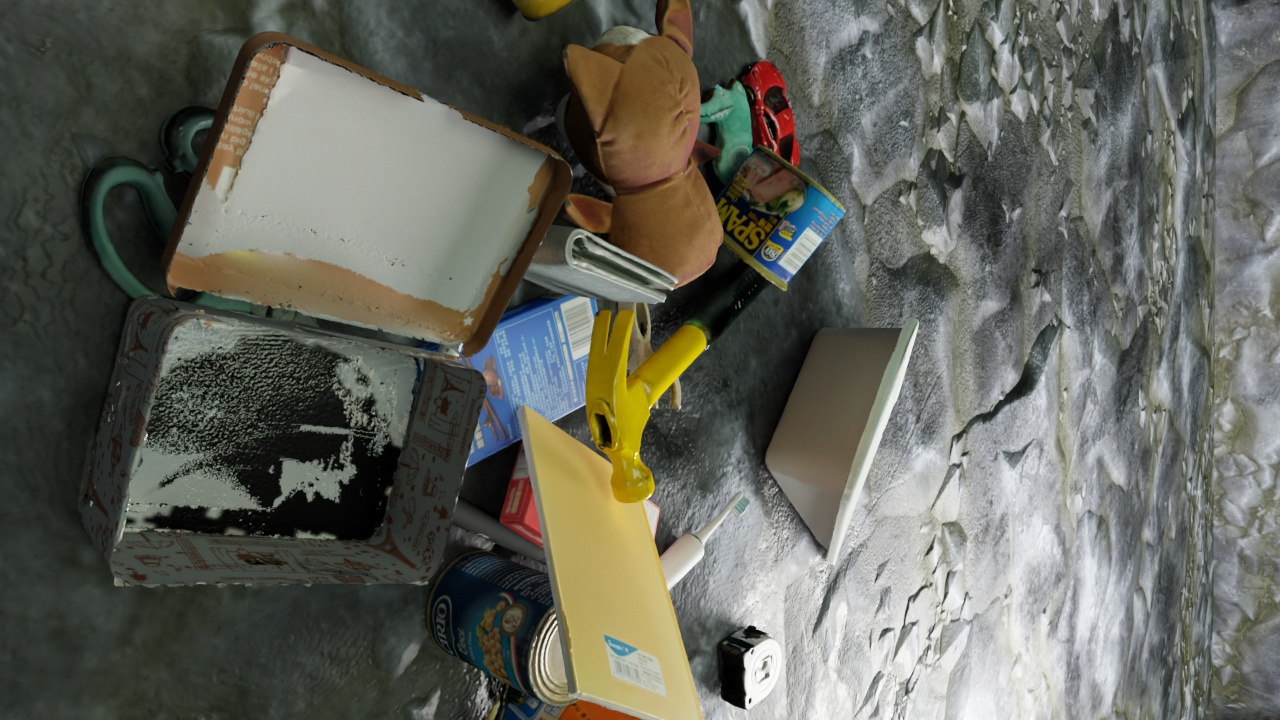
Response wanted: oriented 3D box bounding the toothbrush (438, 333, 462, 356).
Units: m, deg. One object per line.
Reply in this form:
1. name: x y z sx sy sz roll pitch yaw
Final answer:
1. toothbrush: -0.124 0.033 0.576 0.017 0.016 0.187 16 84 -52

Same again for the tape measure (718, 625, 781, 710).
1. tape measure: 0.107 0.295 0.890 0.065 0.034 0.066 -19 111 -44

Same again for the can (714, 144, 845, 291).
1. can: 0.108 -0.121 0.763 0.057 0.102 0.083 26 107 -45

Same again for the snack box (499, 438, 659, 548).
1. snack box: -0.041 0.117 0.697 0.153 0.026 0.075 42 50 -42

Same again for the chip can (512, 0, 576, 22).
1. chip can: -0.108 -0.309 0.547 0.213 0.072 0.072 46 62 -42

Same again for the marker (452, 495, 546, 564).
1. marker: -0.106 0.115 0.644 0.132 0.020 0.022 37 79 -44

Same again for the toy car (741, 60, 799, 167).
1. toy car: 0.119 -0.219 0.836 0.049 0.031 0.106 -35 118 -40

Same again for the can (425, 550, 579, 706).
1. can: -0.080 0.176 0.612 0.075 0.111 0.075 -8 101 -46

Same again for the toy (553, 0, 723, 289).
1. toy: -0.004 -0.148 0.651 0.139 0.130 0.200 -50 150 -33

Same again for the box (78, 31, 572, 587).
1. box: -0.157 -0.014 0.477 0.178 0.103 0.261 12 95 -43

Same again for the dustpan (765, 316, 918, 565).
1. dustpan: 0.237 0.076 0.923 0.257 0.143 0.222 43 64 -40

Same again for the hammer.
1. hammer: 0.042 -0.019 0.728 0.299 0.033 0.129 -43 126 -51

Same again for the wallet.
1. wallet: -0.052 -0.068 0.595 0.106 0.130 0.037 19 85 -47

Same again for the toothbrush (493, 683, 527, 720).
1. toothbrush: -0.118 0.314 0.631 0.026 0.027 0.212 22 88 -56

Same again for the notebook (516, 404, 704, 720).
1. notebook: -0.020 0.137 0.608 0.146 0.010 0.206 40 24 -44

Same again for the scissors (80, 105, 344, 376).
1. scissors: -0.228 -0.038 0.491 0.129 0.019 0.185 -31 116 -40

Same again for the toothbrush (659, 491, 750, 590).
1. toothbrush: 0.028 0.177 0.794 0.220 0.027 0.026 -36 86 -39

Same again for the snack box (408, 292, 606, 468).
1. snack box: -0.088 0.009 0.643 0.156 0.026 0.084 -27 114 -41

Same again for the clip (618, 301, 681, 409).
1. clip: -0.007 0.006 0.727 0.096 0.035 0.101 -45 121 -36

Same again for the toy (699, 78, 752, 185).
1. toy: 0.074 -0.196 0.792 0.096 0.030 0.092 -15 101 -38

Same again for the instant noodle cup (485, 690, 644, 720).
1. instant noodle cup: -0.026 0.292 0.666 0.151 0.111 0.151 -15 115 -36
